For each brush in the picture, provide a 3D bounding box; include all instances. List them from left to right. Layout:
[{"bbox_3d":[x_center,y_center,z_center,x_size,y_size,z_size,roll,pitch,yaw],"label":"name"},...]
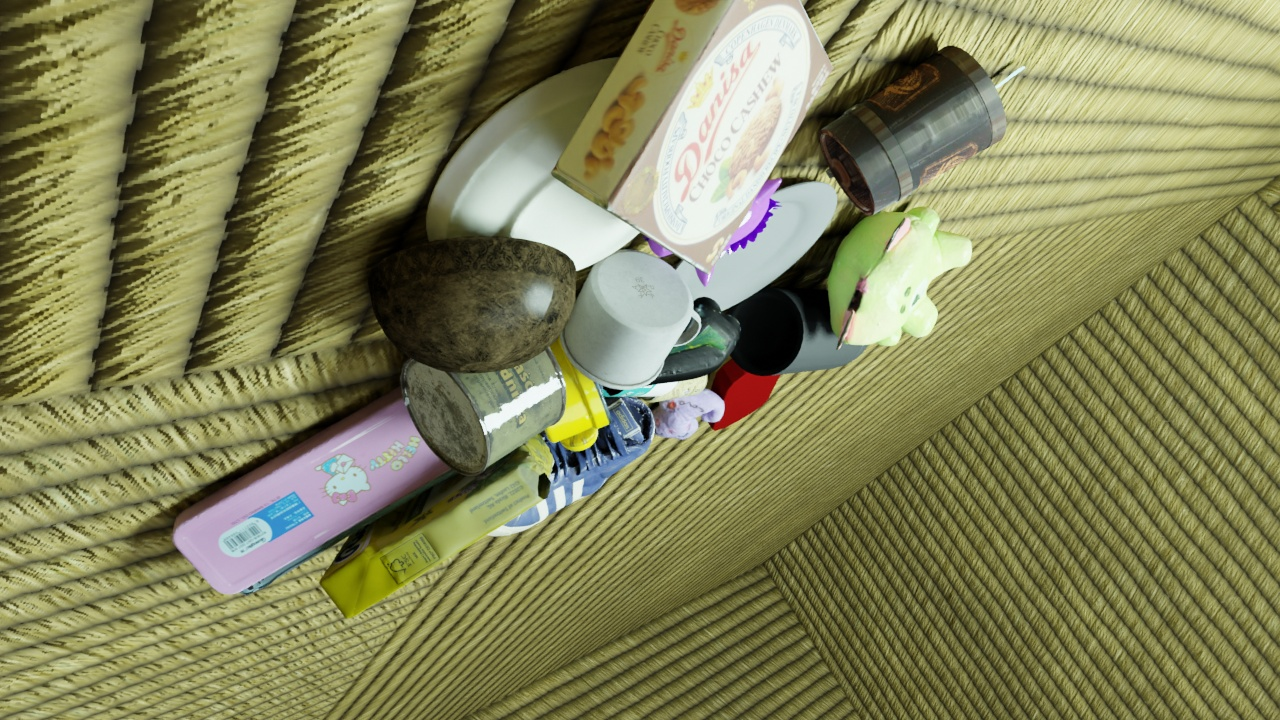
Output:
[{"bbox_3d":[0.115,0.023,1.064,0.082,0.042,0.174,-27,160,-15],"label":"brush"}]

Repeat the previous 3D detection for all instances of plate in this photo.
[{"bbox_3d":[-0.037,-0.098,0.547,0.182,0.034,0.182,-28,160,-11],"label":"plate"},{"bbox_3d":[0.090,-0.093,0.787,0.178,0.012,0.179,-28,160,-11],"label":"plate"}]

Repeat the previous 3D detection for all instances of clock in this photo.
[{"bbox_3d":[-0.060,0.027,0.745,0.057,0.083,0.119,-24,157,-7],"label":"clock"}]

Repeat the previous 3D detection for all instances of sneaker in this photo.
[{"bbox_3d":[-0.072,0.087,0.855,0.119,0.091,0.232,-37,161,27],"label":"sneaker"}]

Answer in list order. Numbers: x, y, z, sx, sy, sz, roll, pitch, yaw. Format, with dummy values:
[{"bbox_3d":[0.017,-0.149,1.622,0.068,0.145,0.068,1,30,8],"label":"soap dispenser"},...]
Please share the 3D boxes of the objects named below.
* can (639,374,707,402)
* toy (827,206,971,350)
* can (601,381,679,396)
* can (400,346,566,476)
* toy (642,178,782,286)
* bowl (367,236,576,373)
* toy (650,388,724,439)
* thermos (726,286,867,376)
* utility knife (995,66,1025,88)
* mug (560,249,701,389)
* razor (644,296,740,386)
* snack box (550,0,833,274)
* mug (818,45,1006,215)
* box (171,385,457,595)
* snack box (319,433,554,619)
[{"bbox_3d":[0.031,0.020,0.932,0.079,0.038,0.038,-7,148,-51],"label":"can"},{"bbox_3d":[0.245,-0.085,0.911,0.196,0.107,0.150,5,114,-50],"label":"toy"},{"bbox_3d":[-0.005,0.005,0.815,0.055,0.055,0.101,-41,159,23],"label":"can"},{"bbox_3d":[-0.106,0.022,0.628,0.074,0.090,0.090,-33,165,-38],"label":"can"},{"bbox_3d":[0.058,-0.099,0.655,0.088,0.056,0.106,-39,-174,-14],"label":"toy"},{"bbox_3d":[-0.095,-0.023,0.538,0.121,0.056,0.121,-6,165,-2],"label":"bowl"},{"bbox_3d":[0.049,0.062,1.035,0.080,0.036,0.100,12,144,-9],"label":"toy"},{"bbox_3d":[0.175,-0.032,0.955,0.086,0.086,0.198,-44,158,29],"label":"thermos"},{"bbox_3d":[0.256,-0.196,0.785,0.167,0.015,0.022,-35,161,11],"label":"utility knife"},{"bbox_3d":[0.002,-0.032,0.686,0.113,0.084,0.071,-6,147,-29],"label":"mug"},{"bbox_3d":[0.026,-0.013,0.763,0.151,0.054,0.067,-19,114,-50],"label":"razor"},{"bbox_3d":[0.035,-0.131,0.494,0.143,0.041,0.147,-58,156,7],"label":"snack box"},{"bbox_3d":[0.196,-0.168,0.691,0.107,0.080,0.115,-32,-173,2],"label":"mug"},{"bbox_3d":[-0.235,0.085,0.700,0.214,0.091,0.090,-31,118,-6],"label":"box"},{"bbox_3d":[-0.153,0.117,0.717,0.181,0.045,0.121,-32,-169,3],"label":"snack box"}]
